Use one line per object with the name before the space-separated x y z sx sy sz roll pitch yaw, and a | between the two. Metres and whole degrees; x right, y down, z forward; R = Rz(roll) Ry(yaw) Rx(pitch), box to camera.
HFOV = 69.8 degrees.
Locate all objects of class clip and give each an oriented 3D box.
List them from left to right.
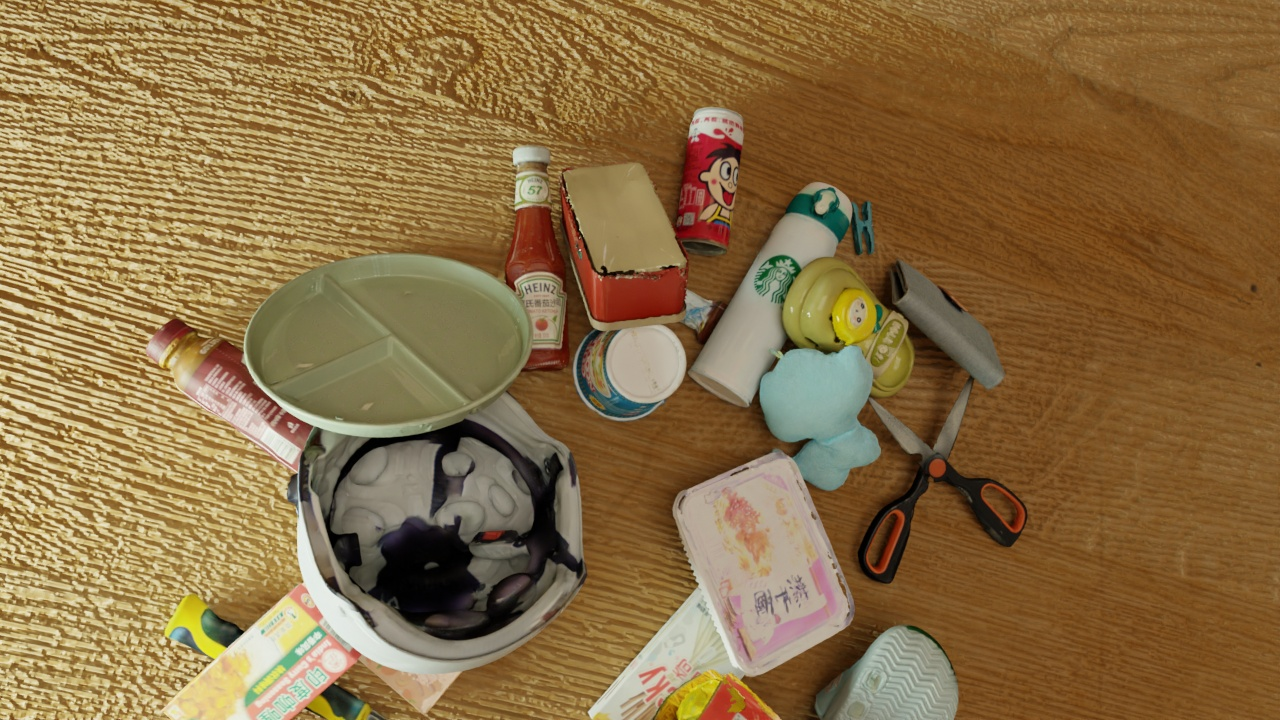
clip | 0.226 -0.135 0.933 0.046 0.014 0.057 -4 88 -14

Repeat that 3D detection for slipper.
slipper | 0.204 0.357 0.866 0.104 0.074 0.245 34 96 -6
slipper | 0.215 -0.026 0.860 0.190 0.082 0.091 36 77 -36

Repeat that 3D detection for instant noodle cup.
instant noodle cup | -0.005 0.005 0.827 0.099 0.110 0.099 1 85 -11
instant noodle cup | 0.105 0.185 0.848 0.137 0.060 0.173 -19 84 -25

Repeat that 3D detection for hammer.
hammer | -0.255 0.300 0.782 0.323 0.032 0.126 30 101 -3

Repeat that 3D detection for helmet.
helmet | -0.171 0.139 0.753 0.228 0.146 0.258 -4 53 -32

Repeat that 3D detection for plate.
plate | -0.204 -0.017 0.759 0.230 0.229 0.028 5 130 -4

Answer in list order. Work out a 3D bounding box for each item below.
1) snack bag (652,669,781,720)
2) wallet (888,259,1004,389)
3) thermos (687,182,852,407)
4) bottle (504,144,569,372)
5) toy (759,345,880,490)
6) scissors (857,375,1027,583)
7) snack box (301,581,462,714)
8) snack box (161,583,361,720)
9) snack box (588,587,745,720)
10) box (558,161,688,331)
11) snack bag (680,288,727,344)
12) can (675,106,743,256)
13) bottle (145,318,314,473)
snack bag | 0.108 0.372 0.809 0.129 0.073 0.208 -42 95 18
wallet | 0.302 -0.042 0.903 0.129 0.106 0.037 39 119 -9
thermos | 0.129 -0.067 0.876 0.073 0.073 0.224 32 81 -8
bottle | -0.096 -0.093 0.840 0.059 0.060 0.206 -2 87 -12
toy | 0.163 0.050 0.851 0.156 0.162 0.049 36 35 -17
scissors | 0.288 0.124 0.911 0.230 0.022 0.220 42 84 -15
snack box | -0.220 0.228 0.809 0.157 0.026 0.084 43 79 -6
snack box | -0.306 0.259 0.747 0.156 0.027 0.077 -42 97 10
snack box | 0.035 0.299 0.856 0.084 0.027 0.156 45 78 -5
box | -0.016 -0.111 0.802 0.091 0.078 0.168 -8 44 -12
snack bag | 0.031 -0.059 0.881 0.104 0.026 0.048 32 89 -8
can | 0.066 -0.171 0.882 0.053 0.053 0.132 10 84 -11
bottle | -0.335 0.032 0.784 0.175 0.057 0.057 38 80 -7
